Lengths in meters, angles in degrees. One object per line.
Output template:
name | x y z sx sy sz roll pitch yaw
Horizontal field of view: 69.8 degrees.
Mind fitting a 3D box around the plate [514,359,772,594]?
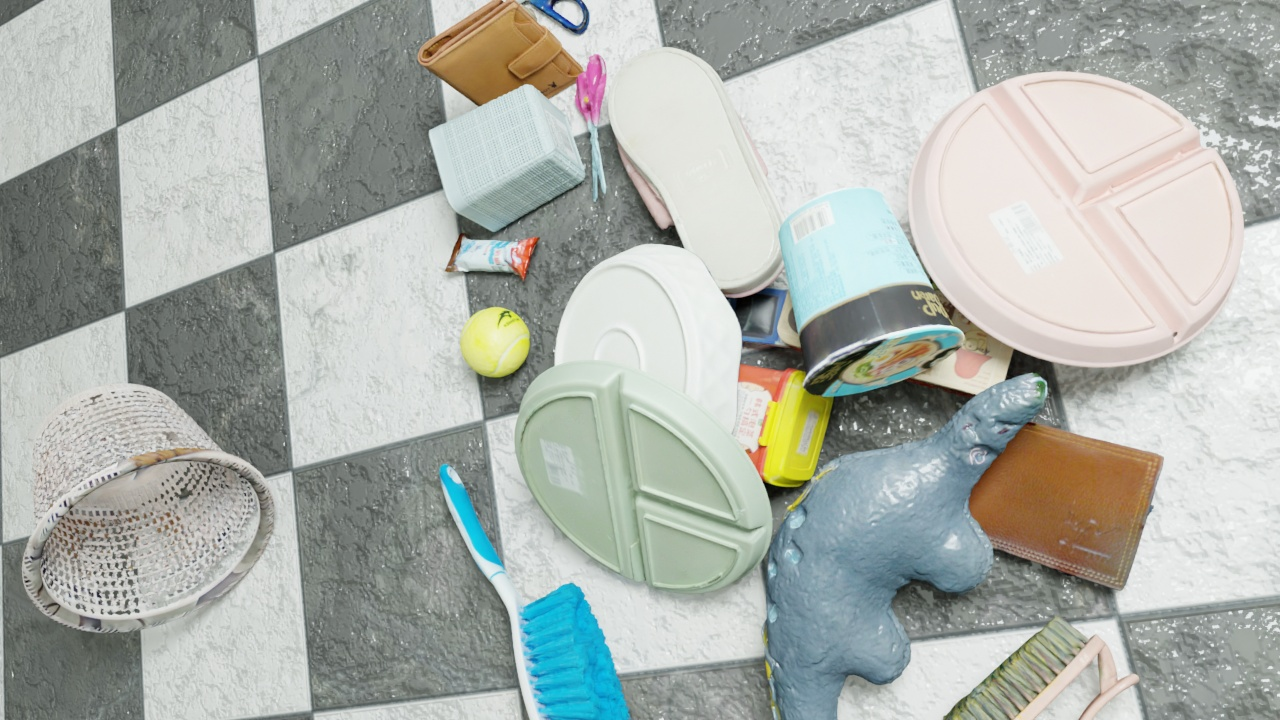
plate | -0.006 0.101 0.722 0.230 0.027 0.231 19 133 22

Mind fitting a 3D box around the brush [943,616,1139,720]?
brush | 0.269 0.245 0.635 0.146 0.063 0.073 -49 62 9

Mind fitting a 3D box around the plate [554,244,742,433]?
plate | -0.004 0.004 0.761 0.205 0.045 0.205 -1 89 48

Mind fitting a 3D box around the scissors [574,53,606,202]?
scissors | -0.047 -0.215 0.865 0.093 0.017 0.137 -155 62 -64

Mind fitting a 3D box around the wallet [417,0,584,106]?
wallet | -0.125 -0.277 0.855 0.108 0.131 0.031 -25 70 18

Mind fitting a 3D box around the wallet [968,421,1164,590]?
wallet | 0.296 0.099 0.660 0.125 0.032 0.101 16 92 27

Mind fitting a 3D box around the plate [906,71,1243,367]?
plate | 0.302 -0.106 0.633 0.229 0.028 0.229 0 71 1

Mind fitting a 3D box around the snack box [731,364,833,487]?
snack box | 0.099 0.048 0.734 0.080 0.082 0.091 15 90 36

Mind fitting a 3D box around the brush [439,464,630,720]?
brush | -0.100 0.219 0.819 0.110 0.060 0.314 -28 69 23

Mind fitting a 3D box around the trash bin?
trash bin | -0.528 0.134 0.955 0.192 0.227 0.227 40 100 37

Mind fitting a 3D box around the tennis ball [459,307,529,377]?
tennis ball | -0.136 -0.017 0.859 0.066 0.065 0.065 -4 81 25

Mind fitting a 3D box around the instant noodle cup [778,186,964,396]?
instant noodle cup | 0.150 -0.050 0.636 0.111 0.111 0.120 -22 68 21

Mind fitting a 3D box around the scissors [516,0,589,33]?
scissors | -0.121 -0.358 0.930 0.176 0.012 0.162 30 96 26

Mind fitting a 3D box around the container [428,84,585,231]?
container | -0.123 -0.192 0.866 0.112 0.090 0.090 -23 74 18

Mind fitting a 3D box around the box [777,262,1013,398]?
box | 0.198 -0.028 0.707 0.168 0.076 0.091 16 89 20

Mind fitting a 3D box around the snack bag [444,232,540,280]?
snack bag | -0.145 -0.103 0.898 0.104 0.026 0.048 10 75 26

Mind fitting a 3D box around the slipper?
slipper | 0.051 -0.166 0.797 0.114 0.054 0.274 -33 61 13

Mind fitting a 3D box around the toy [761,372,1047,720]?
toy | 0.166 0.149 0.673 0.138 0.091 0.357 36 105 36

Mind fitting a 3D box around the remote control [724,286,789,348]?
remote control | 0.072 -0.042 0.788 0.125 0.024 0.049 9 87 27
